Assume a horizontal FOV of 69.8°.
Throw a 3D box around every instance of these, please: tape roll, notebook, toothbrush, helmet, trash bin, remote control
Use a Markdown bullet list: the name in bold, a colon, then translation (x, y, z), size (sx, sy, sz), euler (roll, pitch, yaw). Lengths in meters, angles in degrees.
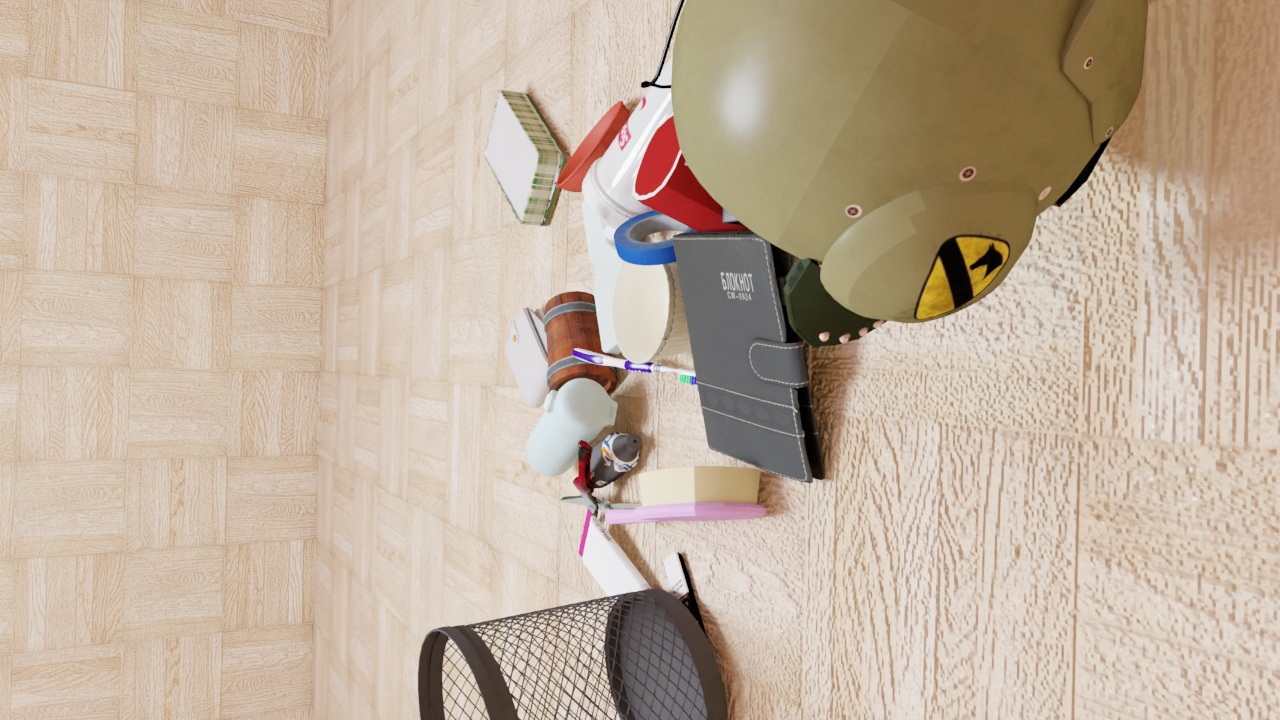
- **tape roll**: translation (0.020, -0.120, 0.885), size (0.092, 0.091, 0.016), euler (-90, -12, -58)
- **notebook**: translation (0.089, -0.007, 0.786), size (0.170, 0.029, 0.209), euler (15, 121, 63)
- **toothbrush**: translation (-0.006, 0.006, 0.967), size (0.187, 0.015, 0.016), euler (10, 101, 41)
- **helmet**: translation (0.143, -0.151, 0.494), size (0.234, 0.255, 0.250), euler (-63, 39, 43)
- **trash bin**: translation (-0.065, 0.335, 0.869), size (0.218, 0.226, 0.218), euler (18, 111, 56)
- **remote control**: translation (0.049, 0.252, 0.914), size (0.028, 0.011, 0.124), euler (-54, 44, 46)

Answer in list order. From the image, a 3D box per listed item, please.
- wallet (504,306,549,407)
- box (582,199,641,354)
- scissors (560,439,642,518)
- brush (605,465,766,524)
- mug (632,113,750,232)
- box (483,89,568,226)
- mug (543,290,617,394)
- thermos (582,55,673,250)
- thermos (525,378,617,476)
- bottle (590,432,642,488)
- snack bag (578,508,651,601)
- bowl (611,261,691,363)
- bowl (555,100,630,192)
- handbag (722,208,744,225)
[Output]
- **wallet**: translation (-0.142, -0.017, 1.245), size (0.116, 0.037, 0.118), euler (-61, 43, 40)
- **box**: translation (-0.023, -0.107, 1.026), size (0.084, 0.067, 0.198), euler (109, 153, -65)
- **scissors**: translation (-0.039, 0.152, 1.025), size (0.179, 0.015, 0.199), euler (19, 145, 31)
- **brush**: translation (0.028, 0.133, 0.881), size (0.229, 0.089, 0.043), euler (-20, 66, 59)
- **mug**: translation (0.061, -0.176, 0.815), size (0.081, 0.096, 0.116), euler (5, 74, 62)
- **box**: translation (-0.164, -0.286, 1.289), size (0.205, 0.050, 0.118), euler (59, 140, 44)
- **mug**: translation (-0.077, -0.009, 1.099), size (0.118, 0.081, 0.111), euler (106, 157, -60)
- **thermos**: translation (0.019, -0.216, 0.919), size (0.221, 0.099, 0.099), euler (-51, 46, 41)
- **thermos**: translation (-0.087, 0.080, 1.071), size (0.207, 0.078, 0.065), euler (128, 157, -64)
- **bottle**: translation (-0.031, 0.109, 1.030), size (0.113, 0.047, 0.047), euler (-42, 53, 54)
- **snack bag**: translation (-0.016, 0.249, 1.007), size (0.196, 0.016, 0.070), euler (44, 130, 44)
- **bowl**: translation (0.025, -0.053, 0.921), size (0.115, 0.062, 0.115), euler (-6, 84, 60)
- **bowl**: translation (-0.046, -0.237, 1.049), size (0.122, 0.035, 0.121), euler (-47, 19, 21)
- **handbag**: translation (0.154, -0.199, 0.700), size (0.196, 0.072, 0.175), euler (3, 91, 57)
